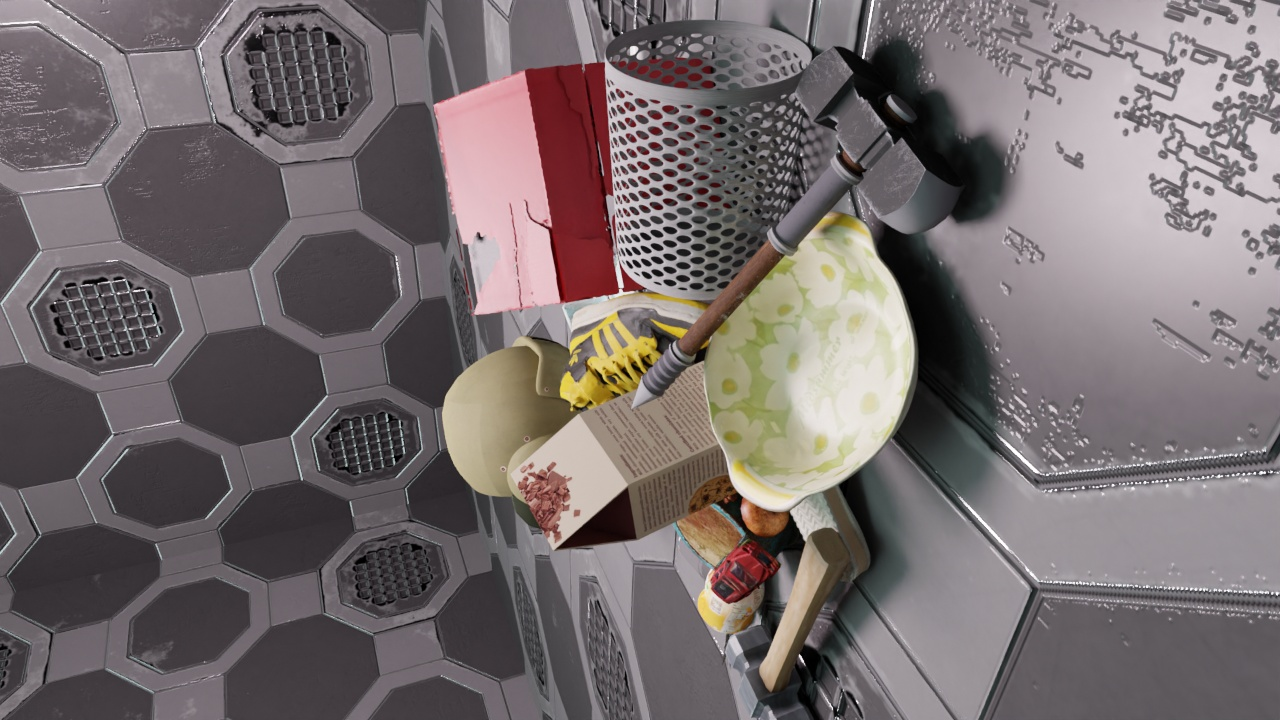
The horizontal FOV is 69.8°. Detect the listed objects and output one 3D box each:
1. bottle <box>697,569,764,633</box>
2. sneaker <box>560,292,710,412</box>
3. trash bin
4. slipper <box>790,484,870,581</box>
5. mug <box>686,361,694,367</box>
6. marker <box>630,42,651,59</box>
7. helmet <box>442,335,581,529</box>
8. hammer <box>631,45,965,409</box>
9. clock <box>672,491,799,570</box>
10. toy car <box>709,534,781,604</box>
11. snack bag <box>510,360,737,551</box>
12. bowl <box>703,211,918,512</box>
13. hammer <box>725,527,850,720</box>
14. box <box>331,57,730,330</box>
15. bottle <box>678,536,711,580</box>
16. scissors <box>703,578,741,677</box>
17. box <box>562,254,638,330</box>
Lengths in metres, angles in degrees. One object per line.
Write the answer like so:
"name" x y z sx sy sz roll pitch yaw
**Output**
"bottle" 0.102 0.237 0.973 0.063 0.063 0.109 58 138 48
"sneaker" -0.005 0.005 0.926 0.239 0.086 0.122 -6 69 57
"trash bin" 0.051 -0.161 0.751 0.156 0.156 0.184 -122 25 -48
"slipper" 0.134 0.062 0.794 0.263 0.052 0.115 66 164 6
"mug" 0.021 -0.001 1.052 0.070 0.113 0.084 41 -175 32
"marker" 0.003 -0.285 1.028 0.027 0.023 0.133 -88 -4 -65
"helmet" -0.141 0.084 1.268 0.250 0.255 0.233 -152 50 -66
"hammer" 0.081 -0.061 0.677 0.323 0.043 0.156 -49 49 35
"clock" 0.093 0.137 0.877 0.121 0.073 0.158 36 148 22
"toy car" 0.092 0.192 0.832 0.042 0.036 0.091 40 141 8
"snack bag" 0.002 0.084 0.777 0.094 0.206 0.070 51 157 45
"bowl" 0.133 0.005 0.675 0.189 0.060 0.219 22 99 49
"hammer" 0.140 0.251 0.847 0.324 0.051 0.117 95 154 -49
"box" -0.100 -0.156 0.864 0.124 0.378 0.211 -109 10 -83
"bottle" 0.073 0.220 1.072 0.112 0.047 0.047 -146 47 -65
"scissors" 0.101 0.301 1.087 0.171 0.012 0.157 100 154 -46
"box" -0.034 -0.036 1.196 0.122 0.078 0.197 -61 38 36
